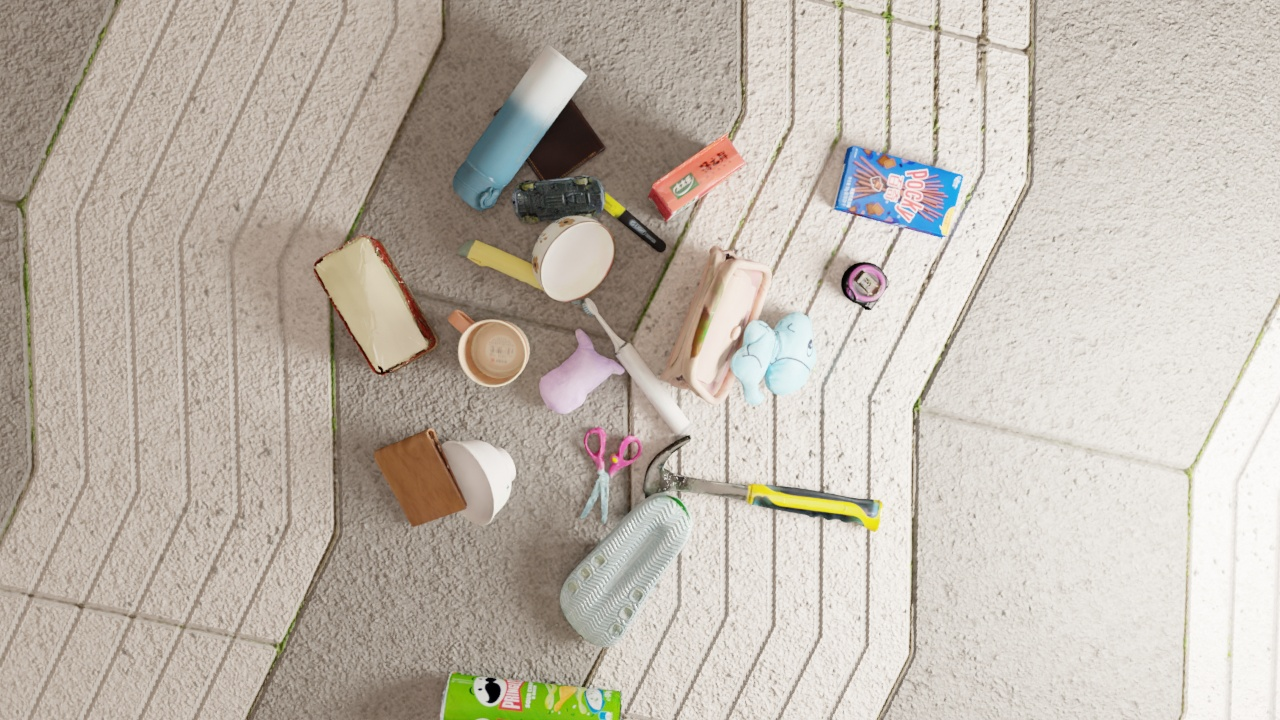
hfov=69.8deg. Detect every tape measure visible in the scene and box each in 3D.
[{"bbox_3d":[0.297,-0.102,1.216,0.058,0.039,0.057,38,91,-4],"label":"tape measure"}]

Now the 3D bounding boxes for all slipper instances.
[{"bbox_3d":[-0.017,0.268,1.204,0.104,0.074,0.246,37,108,4],"label":"slipper"}]

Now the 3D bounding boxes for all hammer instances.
[{"bbox_3d":[0.165,0.179,1.230,0.323,0.032,0.126,9,94,-3],"label":"hammer"}]

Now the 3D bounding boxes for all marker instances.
[{"bbox_3d":[-0.015,-0.185,1.209,0.124,0.015,0.018,39,98,-4],"label":"marker"}]

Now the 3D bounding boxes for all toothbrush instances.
[{"bbox_3d":[-0.007,0.007,1.214,0.221,0.026,0.026,53,48,-4],"label":"toothbrush"}]

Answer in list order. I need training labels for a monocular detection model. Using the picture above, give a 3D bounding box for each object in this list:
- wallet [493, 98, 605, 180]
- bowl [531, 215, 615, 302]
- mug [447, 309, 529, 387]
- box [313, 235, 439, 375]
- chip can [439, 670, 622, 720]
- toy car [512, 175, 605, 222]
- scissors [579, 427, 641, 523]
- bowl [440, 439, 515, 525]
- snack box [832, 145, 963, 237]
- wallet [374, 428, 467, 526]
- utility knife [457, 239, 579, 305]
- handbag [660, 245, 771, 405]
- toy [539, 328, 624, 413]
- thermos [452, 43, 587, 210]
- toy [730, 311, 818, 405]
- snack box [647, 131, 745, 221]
[{"bbox_3d":[-0.119,-0.299,1.196,0.096,0.020,0.122,-35,95,5],"label":"wallet"},{"bbox_3d":[-0.095,-0.137,1.175,0.113,0.113,0.062,-51,51,1],"label":"bowl"},{"bbox_3d":[-0.195,-0.021,1.164,0.114,0.106,0.081,40,90,-4],"label":"mug"},{"bbox_3d":[-0.335,-0.071,1.169,0.091,0.079,0.168,-30,95,0],"label":"box"},{"bbox_3d":[-0.142,0.460,1.213,0.236,0.072,0.072,7,93,-4],"label":"chip can"},{"bbox_3d":[-0.106,-0.209,1.189,0.121,0.036,0.054,-4,112,8],"label":"toy car"},{"bbox_3d":[-0.057,0.152,1.228,0.096,0.017,0.137,29,95,-5],"label":"scissors"},{"bbox_3d":[-0.202,0.146,1.188,0.064,0.119,0.118,-27,95,-40],"label":"bowl"},{"bbox_3d":[0.342,-0.223,1.217,0.157,0.026,0.084,14,92,-3],"label":"snack box"},{"bbox_3d":[-0.285,0.154,1.192,0.101,0.020,0.115,-21,97,29],"label":"wallet"},{"bbox_3d":[-0.156,-0.116,1.205,0.173,0.019,0.031,25,96,-3],"label":"utility knife"},{"bbox_3d":[0.085,-0.049,1.111,0.093,0.234,0.193,21,91,10],"label":"handbag"},{"bbox_3d":[-0.087,0.021,1.205,0.108,0.039,0.084,-44,94,3],"label":"toy"},{"bbox_3d":[-0.155,-0.289,1.157,0.070,0.070,0.221,37,101,-4],"label":"thermos"},{"bbox_3d":[0.180,-0.004,1.184,0.156,0.050,0.161,40,64,-40],"label":"toy"},{"bbox_3d":[0.069,-0.228,1.154,0.113,0.127,0.044,-35,94,0],"label":"snack box"}]
